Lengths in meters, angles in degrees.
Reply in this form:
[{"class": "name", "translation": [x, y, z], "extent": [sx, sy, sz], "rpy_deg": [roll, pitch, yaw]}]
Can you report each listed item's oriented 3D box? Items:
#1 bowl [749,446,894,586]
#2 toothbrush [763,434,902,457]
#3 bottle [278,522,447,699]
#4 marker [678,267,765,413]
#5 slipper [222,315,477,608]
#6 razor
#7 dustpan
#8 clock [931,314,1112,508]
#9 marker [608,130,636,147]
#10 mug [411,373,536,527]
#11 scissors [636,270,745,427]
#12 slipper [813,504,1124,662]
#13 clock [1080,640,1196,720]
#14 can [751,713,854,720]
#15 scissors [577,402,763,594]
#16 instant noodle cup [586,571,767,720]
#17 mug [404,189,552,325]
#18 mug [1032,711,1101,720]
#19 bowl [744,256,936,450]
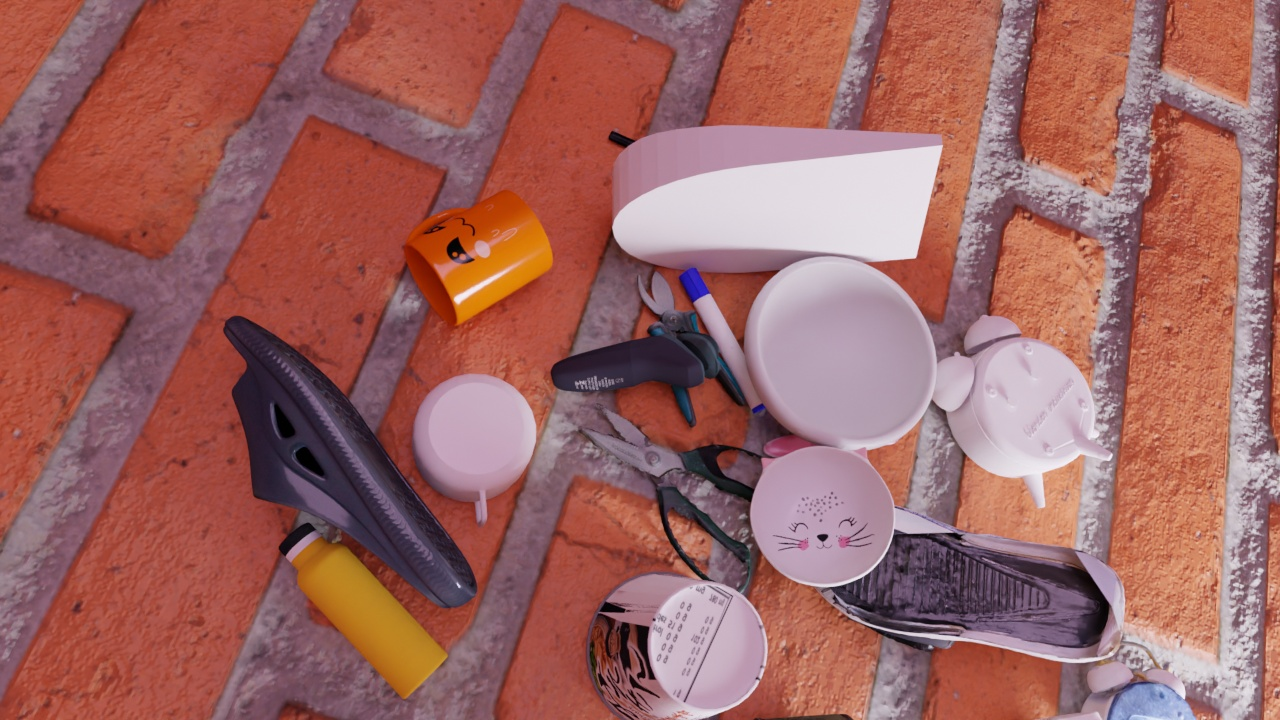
[{"class": "bowl", "translation": [0.149, 0.133, 0.754], "extent": [0.115, 0.051, 0.114], "rpy_deg": [-5, 63, 10]}, {"class": "toothbrush", "translation": [0.174, 0.074, 0.823], "extent": [0.135, 0.016, 0.021], "rpy_deg": [-4, 72, -16]}, {"class": "bottle", "translation": [-0.206, 0.180, 0.673], "extent": [0.143, 0.043, 0.043], "rpy_deg": [46, 67, 3]}, {"class": "marker", "translation": [0.076, -0.019, 0.826], "extent": [0.020, 0.020, 0.141], "rpy_deg": [-24, 79, -21]}, {"class": "slipper", "translation": [-0.228, 0.088, 0.676], "extent": [0.083, 0.111, 0.268], "rpy_deg": [-39, 90, -6]}, {"class": "razor", "translation": [-0.005, 0.005, 0.776], "extent": [0.143, 0.047, 0.052], "rpy_deg": [-10, 48, -2]}, {"class": "dustpan", "translation": [0.105, -0.139, 0.772], "extent": [0.258, 0.191, 0.053], "rpy_deg": [-4, 71, 10]}, {"class": "clock", "translation": [0.354, 0.040, 0.850], "extent": [0.161, 0.073, 0.125], "rpy_deg": [46, 67, 4]}, {"class": "marker", "translation": [0.040, -0.185, 0.878], "extent": [0.152, 0.011, 0.011], "rpy_deg": [22, 68, -6]}, {"class": "mug", "translation": [-0.129, 0.071, 0.716], "extent": [0.094, 0.068, 0.115], "rpy_deg": [-4, 73, -16]}, {"class": "scissors", "translation": [0.042, -0.007, 0.815], "extent": [0.154, 0.019, 0.126], "rpy_deg": [26, 66, -3]}, {"class": "slipper", "translation": [0.261, 0.189, 0.774], "extent": [0.264, 0.063, 0.111], "rpy_deg": [8, 69, 12]}, {"class": "clock", "translation": [0.429, 0.307, 0.791], "extent": [0.089, 0.052, 0.125], "rpy_deg": [13, 69, -9]}, {"class": "can", "translation": [0.123, 0.314, 0.688], "extent": [0.074, 0.090, 0.089], "rpy_deg": [2, 71, -14]}, {"class": "scissors", "translation": [0.027, 0.118, 0.771], "extent": [0.209, 0.015, 0.137], "rpy_deg": [23, 69, -7]}, {"class": "instant noodle cup", "translation": [0.032, 0.213, 0.681], "extent": [0.123, 0.122, 0.123], "rpy_deg": [5, 71, -13]}, {"class": "mug", "translation": [-0.145, -0.095, 0.773], "extent": [0.095, 0.078, 0.112], "rpy_deg": [-34, 52, -22]}, {"class": "mug", "translation": [0.363, 0.331, 0.735], "extent": [0.080, 0.114, 0.087], "rpy_deg": [14, 58, -45]}, {"class": "bowl", "translation": [0.169, -0.001, 0.819], "extent": [0.176, 0.066, 0.176], "rpy_deg": [4, 71, -13]}]
